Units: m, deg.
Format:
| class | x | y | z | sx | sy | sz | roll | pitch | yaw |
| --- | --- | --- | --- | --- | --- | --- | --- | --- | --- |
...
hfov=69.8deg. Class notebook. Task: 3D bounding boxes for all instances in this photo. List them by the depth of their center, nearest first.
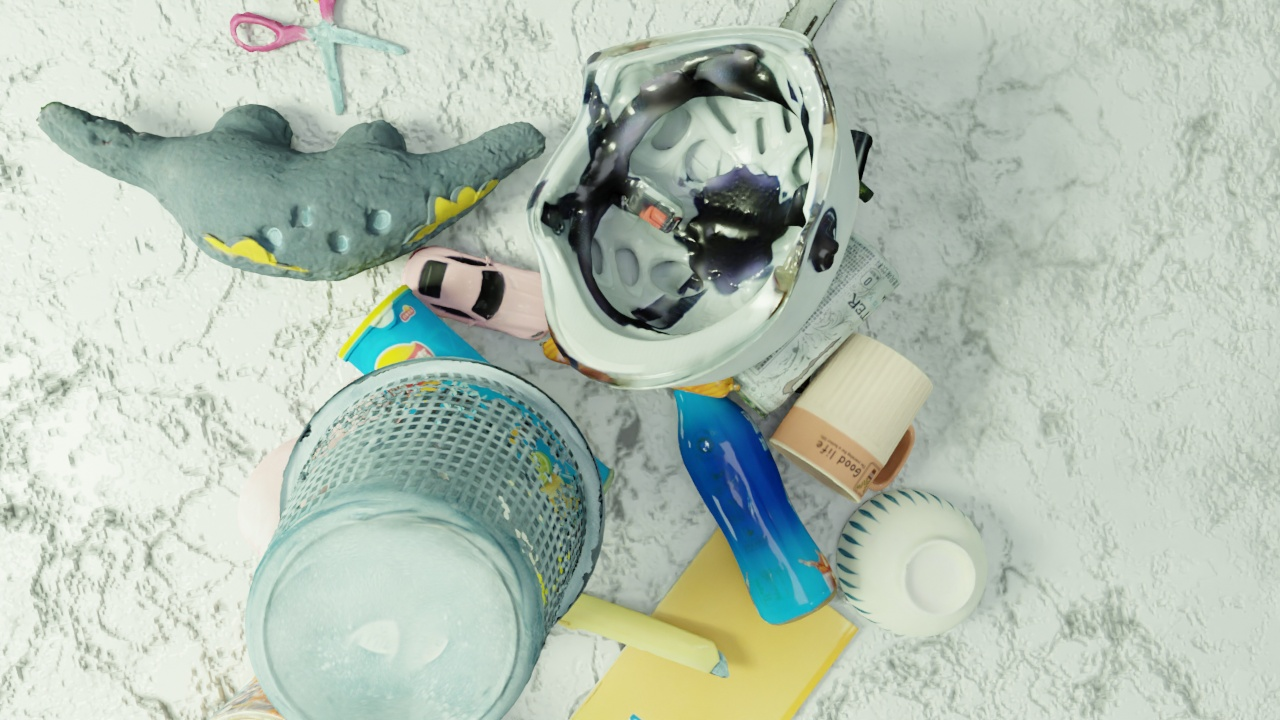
| class | x | y | z | sx | sy | sz | roll | pitch | yaw |
| --- | --- | --- | --- | --- | --- | --- | --- | --- | --- |
| notebook | 0.058 | 0.253 | 0.733 | 0.146 | 0.010 | 0.206 | 38 | 87 | -4 |

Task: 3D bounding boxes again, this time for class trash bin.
| class | x | y | z | sx | sy | sz | roll | pitch | yaw |
| --- | --- | --- | --- | --- | --- | --- | --- | --- | --- |
| trash bin | -0.131 | 0.123 | 0.555 | 0.226 | 0.195 | 0.226 | -1 | 99 | -4 |

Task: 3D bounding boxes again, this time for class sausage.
| class | x | y | z | sx | sy | sz | roll | pitch | yaw |
| --- | --- | --- | --- | --- | --- | --- | --- | --- | --- |
| sausage | -0.004 | 0.004 | 0.691 | 0.165 | 0.021 | 0.021 | 13 | 89 | 20 |

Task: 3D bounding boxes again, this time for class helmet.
| class | x | y | z | sx | sy | sz | roll | pitch | yaw |
| --- | --- | --- | --- | --- | --- | --- | --- | --- | --- |
| helmet | 0.048 | -0.095 | 0.649 | 0.229 | 0.145 | 0.258 | 5 | 82 | 33 |

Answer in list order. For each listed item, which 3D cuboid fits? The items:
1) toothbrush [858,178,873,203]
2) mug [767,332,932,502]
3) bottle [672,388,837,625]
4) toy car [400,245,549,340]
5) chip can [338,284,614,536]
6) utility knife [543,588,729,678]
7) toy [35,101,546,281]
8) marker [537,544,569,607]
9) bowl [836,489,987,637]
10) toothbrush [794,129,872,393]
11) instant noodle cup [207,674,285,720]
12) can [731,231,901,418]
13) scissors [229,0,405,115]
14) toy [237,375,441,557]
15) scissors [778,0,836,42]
| class | x | y | z | sx | sy | sz | roll | pitch | yaw |
| --- | --- | --- | --- | --- | --- | --- | --- | --- | --- |
| toothbrush | 0.109 | -0.186 | 0.719 | 0.186 | 0.012 | 0.017 | 44 | 94 | 6 |
| mug | 0.172 | 0.051 | 0.712 | 0.114 | 0.082 | 0.106 | 38 | 85 | -31 |
| bottle | 0.075 | 0.091 | 0.702 | 0.065 | 0.065 | 0.218 | -26 | 87 | -4 |
| toy car | -0.122 | -0.052 | 0.703 | 0.122 | 0.037 | 0.056 | 14 | 91 | -6 |
| chip can | -0.118 | 0.040 | 0.678 | 0.210 | 0.071 | 0.071 | 42 | 87 | -8 |
| utility knife | -0.006 | 0.211 | 0.714 | 0.163 | 0.018 | 0.031 | 18 | 86 | 10 |
| toy | -0.249 | -0.125 | 0.666 | 0.356 | 0.091 | 0.137 | 3 | 78 | -7 |
| marker | -0.089 | 0.197 | 0.706 | 0.018 | 0.015 | 0.124 | 32 | 77 | 0 |
| bowl | 0.219 | 0.162 | 0.718 | 0.116 | 0.066 | 0.116 | 0 | 91 | -5 |
| toothbrush | 0.147 | -0.077 | 0.731 | 0.027 | 0.026 | 0.212 | 14 | 90 | 2 |
| instant noodle cup | -0.239 | 0.281 | 0.641 | 0.151 | 0.111 | 0.151 | 0 | 93 | 9 |
| can | 0.125 | -0.027 | 0.692 | 0.058 | 0.058 | 0.147 | 43 | 96 | -4 |
| scissors | -0.249 | -0.254 | 0.702 | 0.135 | 0.017 | 0.133 | -9 | 95 | -8 |
| toy | -0.220 | 0.093 | 0.687 | 0.121 | 0.054 | 0.159 | 37 | 77 | -5 |
| scissors | 0.170 | -0.306 | 0.736 | 0.193 | 0.015 | 0.206 | -6 | 91 | -6 |
